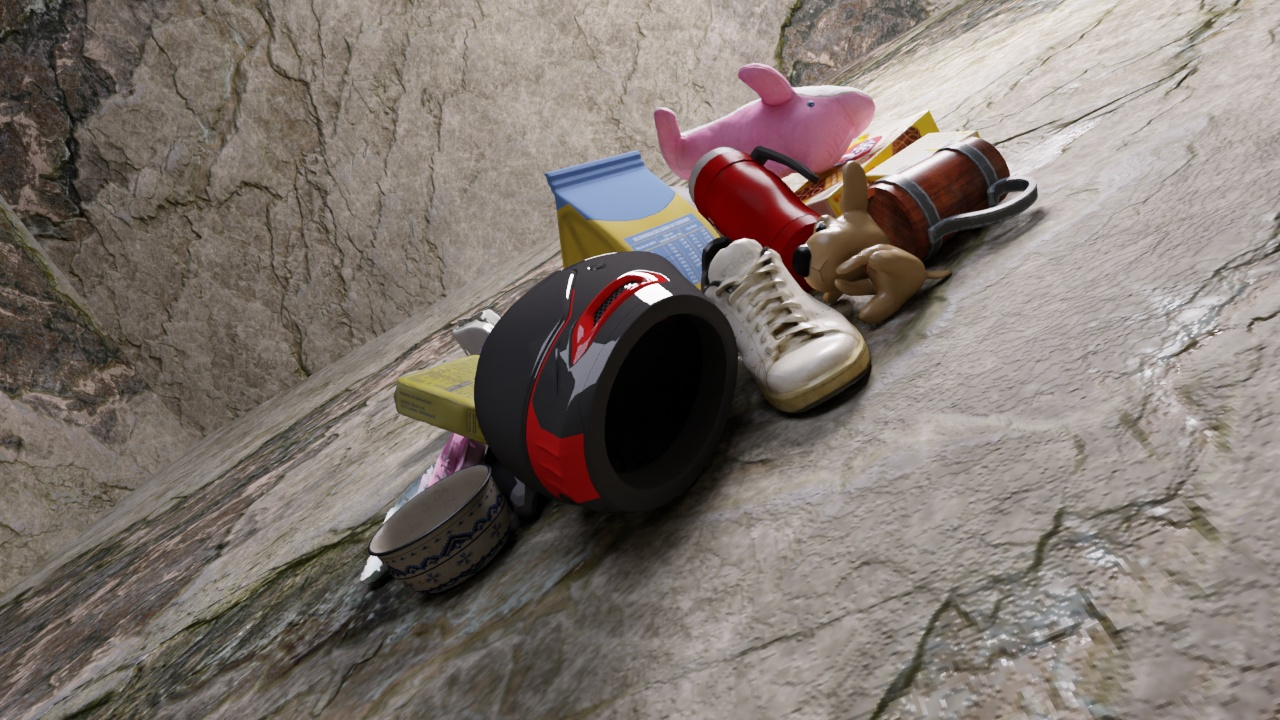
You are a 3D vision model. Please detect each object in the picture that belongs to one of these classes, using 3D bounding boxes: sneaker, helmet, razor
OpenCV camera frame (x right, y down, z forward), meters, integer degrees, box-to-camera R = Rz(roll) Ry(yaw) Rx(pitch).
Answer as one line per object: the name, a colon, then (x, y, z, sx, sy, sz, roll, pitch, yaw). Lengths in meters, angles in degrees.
sneaker: (0.103, -0.045, 0.734, 0.089, 0.102, 0.241, -30, 23, 0)
helmet: (-0.031, 0.009, 0.690, 0.170, 0.164, 0.263, 5, 28, 37)
razor: (-0.112, 0.098, 0.822, 0.060, 0.057, 0.156, -16, 17, 1)

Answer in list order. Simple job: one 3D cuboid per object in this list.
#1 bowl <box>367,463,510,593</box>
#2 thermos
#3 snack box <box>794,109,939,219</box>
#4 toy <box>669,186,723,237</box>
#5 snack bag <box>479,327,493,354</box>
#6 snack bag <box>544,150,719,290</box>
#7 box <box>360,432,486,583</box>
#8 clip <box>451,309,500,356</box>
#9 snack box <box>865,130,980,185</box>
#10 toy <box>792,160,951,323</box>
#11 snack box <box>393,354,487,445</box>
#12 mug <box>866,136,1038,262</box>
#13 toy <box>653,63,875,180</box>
bowl: (-0.155, 0.142, 0.745, 0.115, 0.059, 0.115, -29, 15, 8)
thermos: (0.131, -0.161, 0.952, 0.108, 0.084, 0.198, -60, 37, 19)
snack box: (0.247, -0.199, 1.055, 0.229, 0.062, 0.110, -41, 17, -32)
toy: (0.064, -0.151, 1.142, 0.267, 0.141, 0.247, -15, 15, -19)
snack bag: (-0.079, -0.020, 1.010, 0.204, 0.096, 0.058, -31, -37, -56)
snack bag: (0.001, -0.098, 0.876, 0.103, 0.205, 0.158, -24, 4, 39)
box: (-0.205, 0.133, 0.910, 0.155, 0.045, 0.201, -53, 12, 6)
clip: (-0.164, 0.003, 1.098, 0.091, 0.126, 0.152, -43, 22, -31)
snack box: (0.287, -0.180, 0.911, 0.083, 0.061, 0.105, -32, 15, 0)
toy: (0.184, -0.083, 0.761, 0.105, 0.134, 0.108, -14, 36, -23)
snack box: (-0.123, 0.042, 0.839, 0.181, 0.045, 0.121, 14, 21, 28)
mug: (0.271, -0.137, 0.798, 0.111, 0.081, 0.117, -32, 32, -15)
toy: (0.144, -0.253, 1.090, 0.266, 0.186, 0.127, -7, 58, 27)
